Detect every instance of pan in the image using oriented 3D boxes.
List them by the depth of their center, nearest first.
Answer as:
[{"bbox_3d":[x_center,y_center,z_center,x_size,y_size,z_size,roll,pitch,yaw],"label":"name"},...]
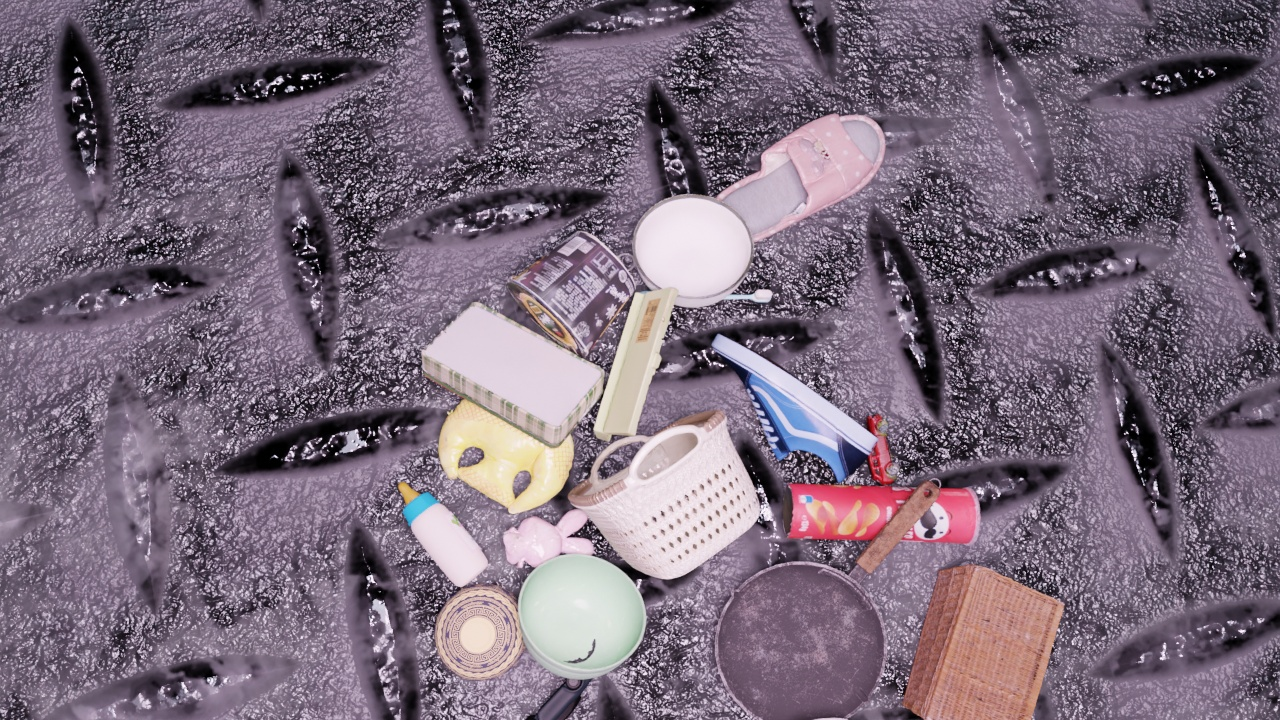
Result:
[{"bbox_3d":[0.239,0.279,1.097,0.207,0.040,0.357,40,91,1],"label":"pan"}]

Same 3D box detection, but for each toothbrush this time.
[{"bbox_3d":[0.084,-0.085,1.212,0.180,0.017,0.016,-1,74,-3],"label":"toothbrush"}]

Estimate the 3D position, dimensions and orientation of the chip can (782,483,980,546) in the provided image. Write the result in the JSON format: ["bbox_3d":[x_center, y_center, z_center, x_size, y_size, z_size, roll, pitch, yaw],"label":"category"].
[{"bbox_3d":[0.294,0.190,1.139,0.233,0.073,0.073,2,78,-3],"label":"chip can"}]

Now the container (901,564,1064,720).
[{"bbox_3d":[0.399,0.350,1.089,0.114,0.113,0.198,22,77,1],"label":"container"}]

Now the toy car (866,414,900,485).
[{"bbox_3d":[0.306,0.114,1.171,0.036,0.042,0.091,-7,80,5],"label":"toy car"}]

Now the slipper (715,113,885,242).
[{"bbox_3d":[0.216,-0.248,1.235,0.274,0.054,0.114,-34,82,-9],"label":"slipper"}]

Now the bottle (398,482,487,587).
[{"bbox_3d":[-0.245,0.204,1.108,0.051,0.051,0.146,-39,83,-11],"label":"bottle"}]

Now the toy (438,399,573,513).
[{"bbox_3d":[-0.160,0.098,1.129,0.170,0.065,0.154,27,73,6],"label":"toy"}]

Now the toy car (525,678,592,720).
[{"bbox_3d":[-0.096,0.405,1.078,0.034,0.046,0.112,44,77,8],"label":"toy car"}]

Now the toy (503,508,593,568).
[{"bbox_3d":[-0.113,0.219,1.117,0.110,0.047,0.063,-7,81,-17],"label":"toy"}]

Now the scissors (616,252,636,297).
[{"bbox_3d":[-0.070,-0.116,1.208,0.170,0.014,0.094,10,79,-5],"label":"scissors"}]

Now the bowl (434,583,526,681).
[{"bbox_3d":[-0.189,0.321,1.081,0.112,0.061,0.112,1,78,-4],"label":"bowl"}]

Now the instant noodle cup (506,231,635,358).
[{"bbox_3d":[-0.079,-0.086,1.134,0.137,0.137,0.112,43,78,5],"label":"instant noodle cup"}]

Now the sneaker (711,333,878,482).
[{"bbox_3d":[0.173,0.065,1.153,0.241,0.083,0.098,37,96,10],"label":"sneaker"}]

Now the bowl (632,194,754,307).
[{"bbox_3d":[0.066,-0.132,1.183,0.153,0.073,0.153,0,67,0],"label":"bowl"}]

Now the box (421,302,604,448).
[{"bbox_3d":[-0.156,0.016,1.117,0.205,0.050,0.117,26,52,14],"label":"box"}]

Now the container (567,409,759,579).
[{"bbox_3d":[0.027,0.151,1.049,0.184,0.246,0.143,-33,91,-13],"label":"container"}]

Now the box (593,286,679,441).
[{"bbox_3d":[-0.012,0.005,1.126,0.044,0.141,0.187,20,79,-16],"label":"box"}]

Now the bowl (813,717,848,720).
[{"bbox_3d":[0.211,0.459,1.058,0.116,0.116,0.065,-5,50,-5],"label":"bowl"}]

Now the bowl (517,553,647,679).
[{"bbox_3d":[-0.074,0.309,1.072,0.151,0.077,0.150,11,42,-10],"label":"bowl"}]
